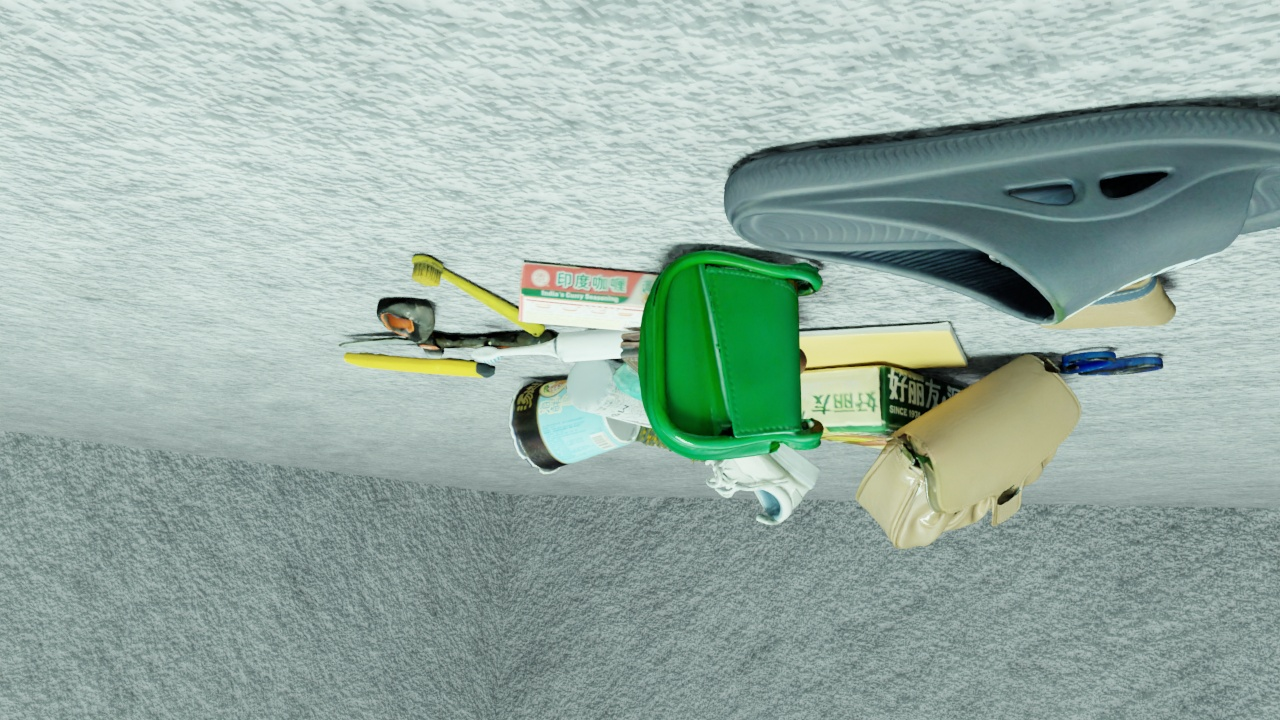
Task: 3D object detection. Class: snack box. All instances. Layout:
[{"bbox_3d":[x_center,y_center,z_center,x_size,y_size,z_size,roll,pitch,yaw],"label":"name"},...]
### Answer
[{"bbox_3d":[-0.010,-0.042,0.668,0.155,0.027,0.077,5,169,-7],"label":"snack box"},{"bbox_3d":[0.252,0.052,0.936,0.115,0.063,0.239,-6,167,41],"label":"snack box"}]

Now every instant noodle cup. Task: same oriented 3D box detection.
[{"bbox_3d":[-0.068,0.064,1.034,0.121,0.111,0.111,-15,161,31],"label":"instant noodle cup"}]

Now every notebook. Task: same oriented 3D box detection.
[{"bbox_3d":[0.177,-0.008,0.820,0.207,0.010,0.145,-2,167,25],"label":"notebook"}]

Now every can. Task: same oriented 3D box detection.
[{"bbox_3d":[-0.011,0.036,0.963,0.058,0.058,0.146,-5,166,35],"label":"can"}]

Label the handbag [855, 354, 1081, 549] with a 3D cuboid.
[{"bbox_3d":[0.300,0.087,0.825,0.204,0.099,0.148,-29,145,-13],"label":"handbag"}]

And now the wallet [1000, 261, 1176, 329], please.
[{"bbox_3d":[0.282,-0.042,0.580,0.090,0.033,0.115,-2,168,37],"label":"wallet"}]

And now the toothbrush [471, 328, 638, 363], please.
[{"bbox_3d":[-0.039,-0.013,0.774,0.221,0.026,0.026,-5,154,14],"label":"toothbrush"}]

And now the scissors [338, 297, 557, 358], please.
[{"bbox_3d":[-0.184,-0.018,0.842,0.234,0.021,0.221,1,168,8],"label":"scissors"}]

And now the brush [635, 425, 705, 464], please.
[{"bbox_3d":[0.042,0.080,1.136,0.146,0.063,0.073,14,-161,5],"label":"brush"}]

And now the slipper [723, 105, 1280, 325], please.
[{"bbox_3d":[0.171,-0.054,0.431,0.268,0.083,0.110,1,170,19],"label":"slipper"}]

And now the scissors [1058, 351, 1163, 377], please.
[{"bbox_3d":[0.386,0.009,0.843,0.171,0.012,0.140,-7,166,44],"label":"scissors"}]

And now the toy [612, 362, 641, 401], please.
[{"bbox_3d":[-0.005,0.005,0.799,0.096,0.030,0.091,18,-151,-9],"label":"toy"}]

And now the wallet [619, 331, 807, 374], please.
[{"bbox_3d":[0.057,-0.002,0.698,0.125,0.032,0.101,-5,164,24],"label":"wallet"}]

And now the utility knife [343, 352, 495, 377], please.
[{"bbox_3d":[-0.212,0.003,0.884,0.154,0.015,0.033,5,166,9],"label":"utility knife"}]

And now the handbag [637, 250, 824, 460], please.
[{"bbox_3d":[0.059,-0.001,0.595,0.120,0.131,0.068,1,173,-5],"label":"handbag"}]

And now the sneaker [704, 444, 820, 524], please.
[{"bbox_3d":[0.090,0.093,0.961,0.242,0.090,0.089,41,169,-32],"label":"sneaker"}]

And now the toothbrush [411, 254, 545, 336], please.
[{"bbox_3d":[-0.121,-0.044,0.710,0.016,0.016,0.190,0,168,20],"label":"toothbrush"}]
